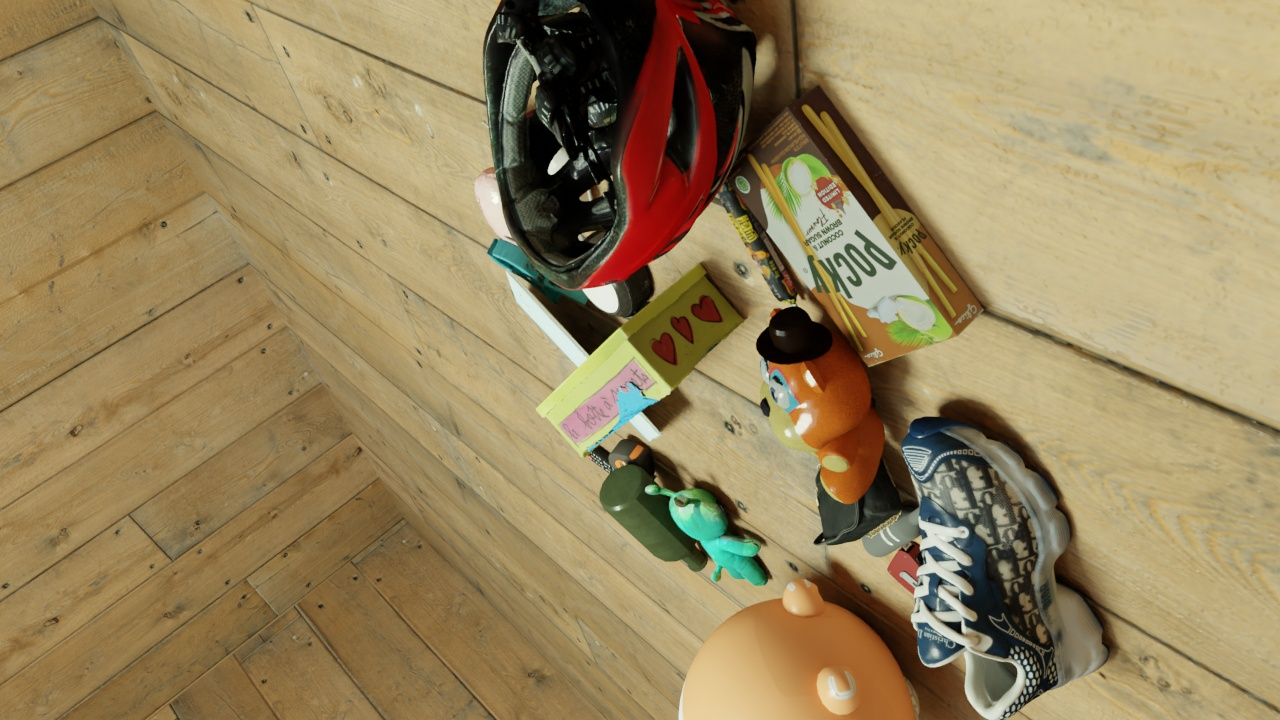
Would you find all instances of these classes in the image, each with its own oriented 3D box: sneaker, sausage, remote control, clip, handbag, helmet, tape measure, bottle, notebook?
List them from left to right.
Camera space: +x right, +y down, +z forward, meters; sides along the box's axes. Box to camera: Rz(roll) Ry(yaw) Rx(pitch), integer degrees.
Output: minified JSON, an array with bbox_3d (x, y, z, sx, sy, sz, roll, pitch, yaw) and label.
[{"bbox_3d":[-0.114,-0.099,1.037,0.120,0.027,0.103,31,165,-27],"label":"clip"},{"bbox_3d":[-0.068,0.001,1.103,0.253,0.009,0.181,47,172,2],"label":"notebook"},{"bbox_3d":[-0.029,-0.168,0.660,0.217,0.166,0.273,67,150,14],"label":"helmet"},{"bbox_3d":[-0.033,0.158,1.329,0.147,0.015,0.033,32,150,37],"label":"remote control"},{"bbox_3d":[-0.010,0.132,1.229,0.059,0.038,0.058,19,143,29],"label":"tape measure"},{"bbox_3d":[0.028,0.221,1.225,0.071,0.071,0.207,21,158,49],"label":"bottle"},{"bbox_3d":[0.087,-0.106,0.736,0.155,0.020,0.020,59,155,-16],"label":"sausage"},{"bbox_3d":[0.188,0.118,0.824,0.129,0.054,0.079,114,146,-62],"label":"handbag"},{"bbox_3d":[0.235,0.150,0.826,0.030,0.030,0.113,46,156,12],"label":"bottle"},{"bbox_3d":[0.262,0.202,0.867,0.051,0.019,0.059,40,154,24],"label":"tape measure"},{"bbox_3d":[0.254,0.173,0.702,0.103,0.132,0.269,5,129,61],"label":"sneaker"}]

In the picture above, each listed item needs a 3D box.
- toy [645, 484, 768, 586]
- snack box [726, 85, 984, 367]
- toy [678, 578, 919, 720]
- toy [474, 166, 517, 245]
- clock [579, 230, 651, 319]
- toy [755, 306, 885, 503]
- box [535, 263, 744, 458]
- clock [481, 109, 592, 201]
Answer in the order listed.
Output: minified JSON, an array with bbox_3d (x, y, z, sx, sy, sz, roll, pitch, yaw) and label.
[{"bbox_3d":[0.088,0.220,1.148,0.193,0.072,0.131,51,158,-23],"label":"toy"},{"bbox_3d":[0.144,-0.088,0.646,0.186,0.031,0.101,52,156,-3],"label":"snack box"},{"bbox_3d":[0.177,0.388,1.006,0.262,0.265,0.281,-108,18,-55],"label":"toy"},{"bbox_3d":[-0.130,-0.163,1.002,0.105,0.053,0.108,17,149,34],"label":"toy"},{"bbox_3d":[-0.033,-0.083,0.950,0.091,0.043,0.123,35,152,32],"label":"clock"},{"bbox_3d":[0.145,0.029,0.741,0.112,0.096,0.176,-105,1,-56],"label":"toy"},{"bbox_3d":[-0.005,0.005,0.897,0.080,0.124,0.222,47,148,1],"label":"box"},{"bbox_3d":[-0.095,-0.191,0.902,0.138,0.048,0.096,35,151,35],"label":"clock"}]
